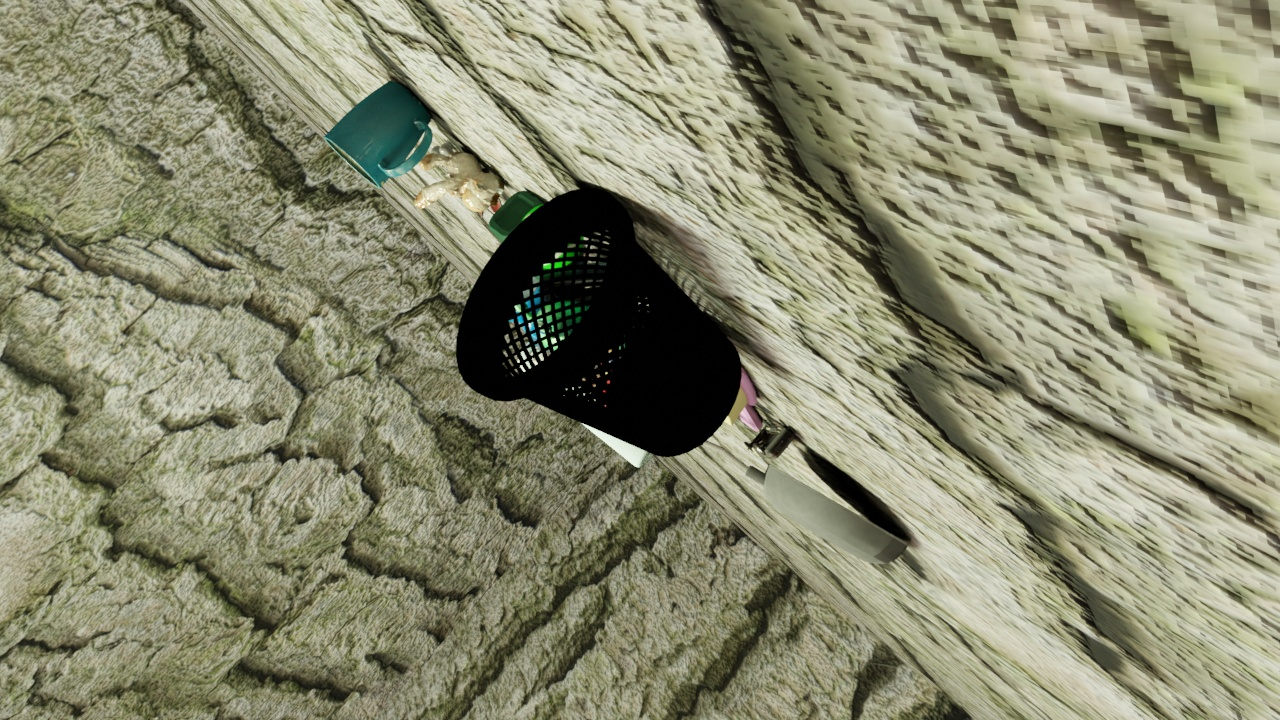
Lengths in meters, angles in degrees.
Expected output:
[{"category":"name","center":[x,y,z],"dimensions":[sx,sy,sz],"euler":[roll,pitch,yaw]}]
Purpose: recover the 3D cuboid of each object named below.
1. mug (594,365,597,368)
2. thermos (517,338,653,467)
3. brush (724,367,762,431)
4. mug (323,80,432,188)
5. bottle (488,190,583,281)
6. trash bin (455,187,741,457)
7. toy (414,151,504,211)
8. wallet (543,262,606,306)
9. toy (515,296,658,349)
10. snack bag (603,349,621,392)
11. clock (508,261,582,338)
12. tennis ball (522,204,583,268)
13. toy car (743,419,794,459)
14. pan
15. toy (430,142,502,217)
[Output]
[{"category":"mug","center":[-0.013,0.008,1.220],"dimensions":[0.071,0.089,0.107],"euler":[36,171,42]},{"category":"thermos","center":[-0.062,0.047,1.152],"dimensions":[0.207,0.065,0.078],"euler":[38,179,12]},{"category":"brush","center":[0.090,0.038,1.017],"dimensions":[0.089,0.043,0.229],"euler":[38,172,32]},{"category":"mug","center":[-0.288,-0.258,1.057],"dimensions":[0.112,0.104,0.084],"euler":[36,171,29]},{"category":"bottle","center":[-0.106,-0.124,1.037],"dimensions":[0.061,0.061,0.131],"euler":[39,173,45]},{"category":"trash bin","center":[-0.022,-0.014,0.814],"dimensions":[0.199,0.195,0.195],"euler":[35,179,-38]},{"category":"toy","center":[-0.202,-0.208,1.087],"dimensions":[0.106,0.074,0.085],"euler":[18,-164,22]},{"category":"wallet","center":[-0.060,-0.082,0.989],"dimensions":[0.115,0.089,0.026],"euler":[104,161,-81]},{"category":"toy","center":[-0.043,-0.040,0.967],"dimensions":[0.193,0.072,0.131],"euler":[-1,-157,-36]},{"category":"snack bag","center":[-0.006,0.006,1.037],"dimensions":[0.082,0.082,0.176],"euler":[45,-166,-22]},{"category":"clock","center":[-0.123,-0.088,1.151],"dimensions":[0.060,0.117,0.161],"euler":[34,-176,-36]},{"category":"tennis ball","center":[-0.089,-0.125,0.921],"dimensions":[0.065,0.065,0.065],"euler":[42,174,5]},{"category":"toy car","center":[0.149,0.093,1.040],"dimensions":[0.037,0.040,0.092],"euler":[41,174,-4]},{"category":"pan","center":[0.140,0.138,1.069],"dimensions":[0.357,0.041,0.178],"euler":[30,178,12]},{"category":"toy","center":[-0.222,-0.230,1.167],"dimensions":[0.049,0.030,0.112],"euler":[-3,139,40]}]
